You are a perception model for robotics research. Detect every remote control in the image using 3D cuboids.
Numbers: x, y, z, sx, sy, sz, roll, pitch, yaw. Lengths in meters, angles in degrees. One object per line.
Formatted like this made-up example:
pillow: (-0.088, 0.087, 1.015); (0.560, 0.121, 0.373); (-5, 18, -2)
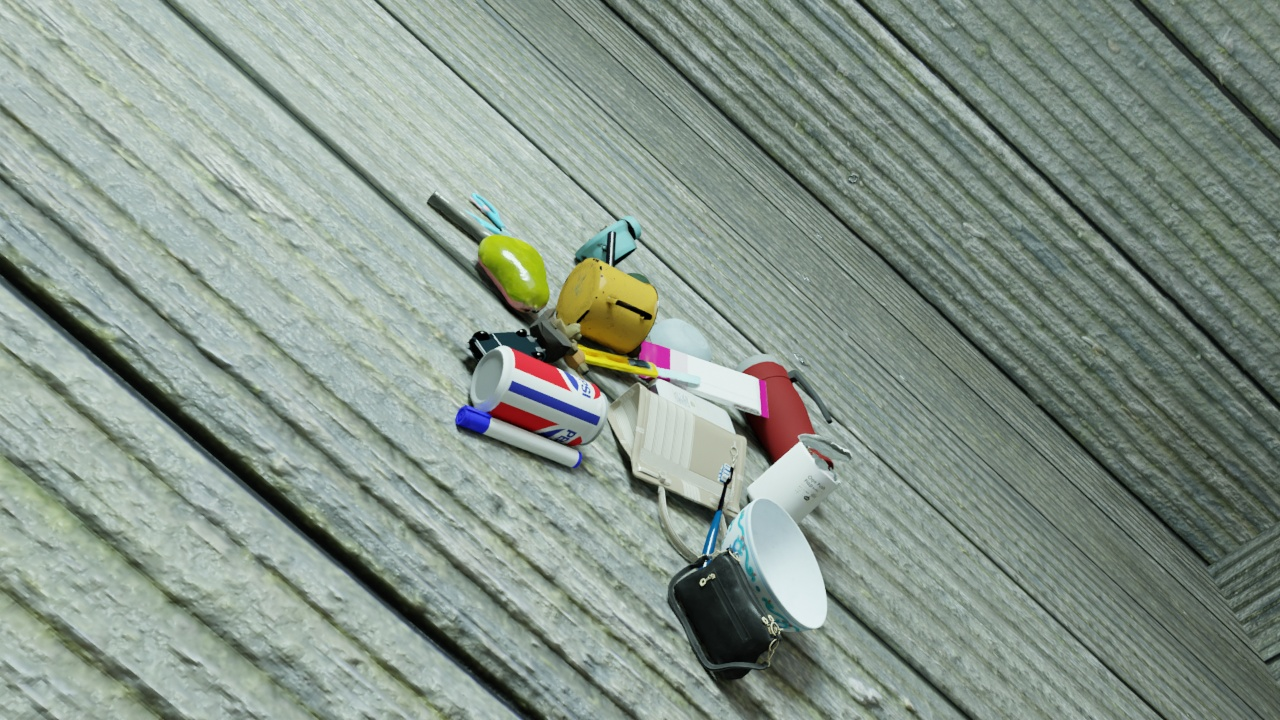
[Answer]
remote control: (0.069, 0.070, 1.212); (0.138, 0.025, 0.060); (26, 29, -30)

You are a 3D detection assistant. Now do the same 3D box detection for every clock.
clock: (-0.043, -0.169, 1.350); (0.053, 0.090, 0.124); (56, 35, -1)

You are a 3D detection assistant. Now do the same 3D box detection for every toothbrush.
toothbrush: (0.081, 0.180, 1.002); (0.014, 0.014, 0.167); (31, 46, -11)
toothbrush: (-0.191, -0.153, 1.173); (0.185, 0.024, 0.022); (38, 64, -13)

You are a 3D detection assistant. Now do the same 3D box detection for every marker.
marker: (-0.118, 0.077, 0.913); (0.141, 0.020, 0.020); (26, 30, -34)

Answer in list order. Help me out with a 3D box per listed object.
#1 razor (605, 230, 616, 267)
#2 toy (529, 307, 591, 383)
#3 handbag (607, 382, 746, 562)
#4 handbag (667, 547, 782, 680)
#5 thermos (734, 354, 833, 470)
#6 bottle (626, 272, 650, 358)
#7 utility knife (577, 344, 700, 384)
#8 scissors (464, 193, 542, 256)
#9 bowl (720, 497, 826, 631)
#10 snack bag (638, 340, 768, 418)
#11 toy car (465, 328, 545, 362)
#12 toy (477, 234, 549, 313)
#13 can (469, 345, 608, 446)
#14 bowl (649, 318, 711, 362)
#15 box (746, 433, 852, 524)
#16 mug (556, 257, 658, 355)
razor: (-0.045, -0.114, 1.257); (0.042, 0.022, 0.144); (24, 63, -39)
toy: (-0.087, -0.012, 1.067); (0.100, 0.062, 0.076); (51, 1, -10)
handbag: (0.053, 0.145, 1.051); (0.175, 0.062, 0.197); (28, 37, -31)
handbag: (0.085, 0.243, 0.886); (0.054, 0.079, 0.128); (12, 38, -47)
thermos: (0.211, 0.081, 1.315); (0.084, 0.108, 0.198); (45, 17, -49)
bottle: (-0.010, -0.057, 1.260); (0.055, 0.055, 0.173); (34, 27, -21)
utility knife: (-0.007, 0.007, 1.177); (0.223, 0.019, 0.030); (16, 39, -37)
scissors: (-0.190, -0.173, 1.218); (0.141, 0.015, 0.111); (42, 23, 10)
bowl: (0.126, 0.226, 0.970); (0.144, 0.074, 0.143); (42, 29, -31)
snack bag: (0.088, 0.026, 1.261); (0.196, 0.016, 0.070); (18, 46, -16)
toy car: (-0.145, -0.008, 0.993); (0.046, 0.034, 0.112); (51, 24, 16)
toy: (-0.151, -0.106, 1.123); (0.090, 0.051, 0.110); (11, 42, -47)
can: (-0.103, 0.039, 0.939); (0.132, 0.070, 0.070); (25, 30, -36)
bowl: (0.066, -0.023, 1.340); (0.106, 0.039, 0.106); (35, 26, -20)
box: (0.205, 0.145, 1.162); (0.080, 0.143, 0.089); (43, 13, -16)
mug: (-0.039, -0.069, 1.161); (0.094, 0.100, 0.124); (25, -7, -32)
